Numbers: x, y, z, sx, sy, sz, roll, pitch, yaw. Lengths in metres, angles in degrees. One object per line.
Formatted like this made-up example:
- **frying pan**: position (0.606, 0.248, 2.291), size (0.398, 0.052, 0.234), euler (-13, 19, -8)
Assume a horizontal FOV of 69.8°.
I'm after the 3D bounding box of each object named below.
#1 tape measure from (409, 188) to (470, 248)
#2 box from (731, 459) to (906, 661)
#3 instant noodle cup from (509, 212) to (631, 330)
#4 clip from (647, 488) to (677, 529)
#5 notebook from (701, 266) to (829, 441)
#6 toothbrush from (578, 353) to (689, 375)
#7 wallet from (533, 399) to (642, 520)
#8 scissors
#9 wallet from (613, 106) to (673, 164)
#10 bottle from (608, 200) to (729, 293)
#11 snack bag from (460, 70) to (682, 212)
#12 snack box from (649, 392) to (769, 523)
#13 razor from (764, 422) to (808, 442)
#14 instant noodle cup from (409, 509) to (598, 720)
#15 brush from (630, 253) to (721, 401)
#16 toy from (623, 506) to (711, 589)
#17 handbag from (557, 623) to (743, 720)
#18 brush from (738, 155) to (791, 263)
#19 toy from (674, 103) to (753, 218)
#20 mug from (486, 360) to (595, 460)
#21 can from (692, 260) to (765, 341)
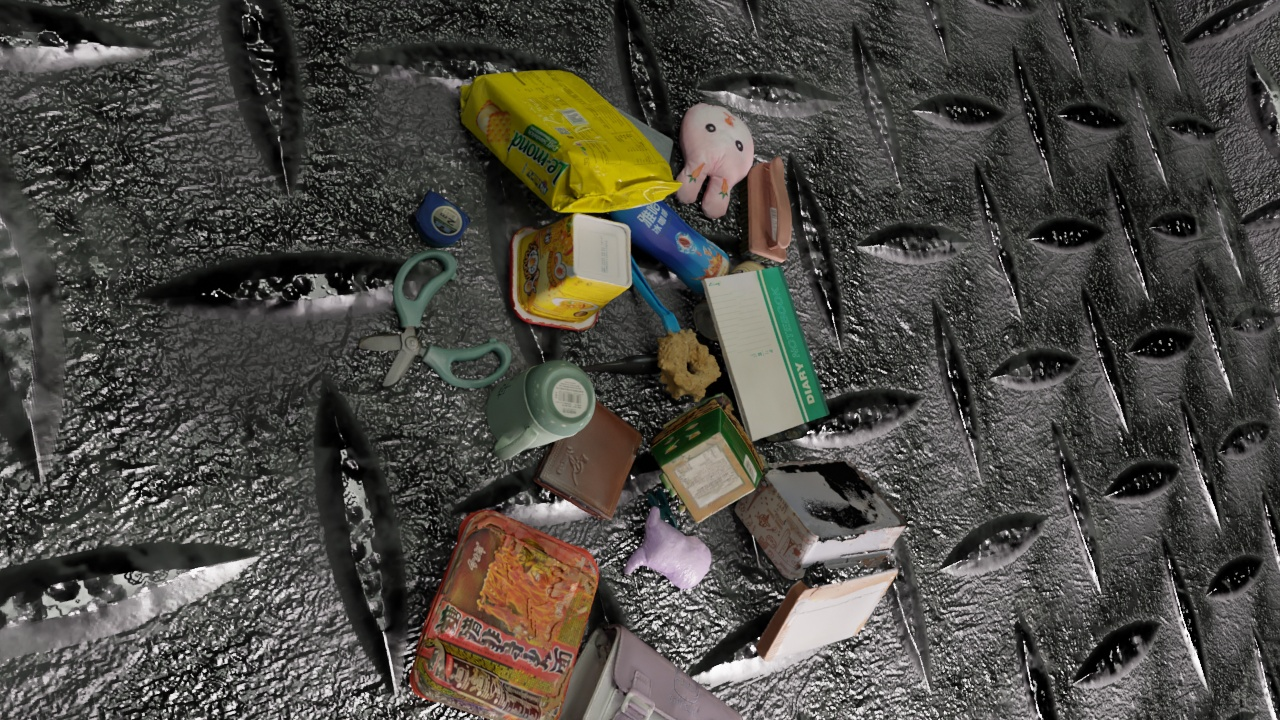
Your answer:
- **tape measure**: position (-0.220, -0.151, 1.004), size (0.058, 0.025, 0.054), euler (33, 62, -20)
- **box**: position (0.212, 0.244, 1.170), size (0.180, 0.198, 0.157), euler (-2, 37, -35)
- **instant noodle cup**: position (-0.075, -0.104, 1.032), size (0.116, 0.124, 0.116), euler (9, 72, -34)
- **clip**: position (0.027, 0.181, 1.094), size (0.045, 0.014, 0.057), euler (-22, 93, -36)
- **notebook**: position (0.161, -0.013, 1.173), size (0.150, 0.012, 0.209), euler (-14, 85, -38)
- **toothbrush**: position (-0.007, 0.006, 1.111), size (0.212, 0.026, 0.027), euler (-5, 40, -37)
- **wallet**: position (-0.057, 0.107, 1.044), size (0.101, 0.032, 0.124), euler (34, 59, -20)
- **scissors**: position (-0.218, -0.046, 0.980), size (0.170, 0.019, 0.181), euler (2, 77, -34)
- **wallet**: position (-0.009, -0.251, 1.177), size (0.106, 0.037, 0.129), euler (24, 64, -29)
- **bottle**: position (0.019, -0.162, 1.137), size (0.218, 0.065, 0.065), euler (33, 59, -33)
- **snack bag**: position (-0.083, -0.253, 1.036), size (0.157, 0.068, 0.246), euler (-17, 51, -38)
- **snack box**: position (0.080, 0.121, 1.059), size (0.117, 0.105, 0.118), euler (-32, 97, 7)
- **razor**: position (0.188, 0.025, 1.230), size (0.067, 0.062, 0.167), euler (37, 47, -57)
- **instant noodle cup**: position (-0.138, 0.256, 0.912), size (0.164, 0.079, 0.188), euler (31, 62, -25)
- **brush**: position (0.018, -0.063, 1.127), size (0.083, 0.046, 0.254), euler (-21, 75, -36)
- **toy**: position (0.037, 0.229, 1.071), size (0.108, 0.039, 0.083), euler (33, 81, -28)
- **handbag**: position (0.009, 0.390, 0.973), size (0.197, 0.099, 0.144), euler (41, 51, -20)
- **brush**: position (0.176, -0.211, 1.277), size (0.063, 0.073, 0.145), euler (13, 67, -31)
- **toy**: position (0.100, -0.275, 1.255), size (0.121, 0.054, 0.159), euler (22, 73, -27)
- **mug**: position (-0.111, 0.057, 0.971), size (0.082, 0.107, 0.111), euler (46, 56, -18)
- **can**: position (0.122, -0.079, 1.207), size (0.058, 0.059, 0.116), euler (53, 54, -11)
